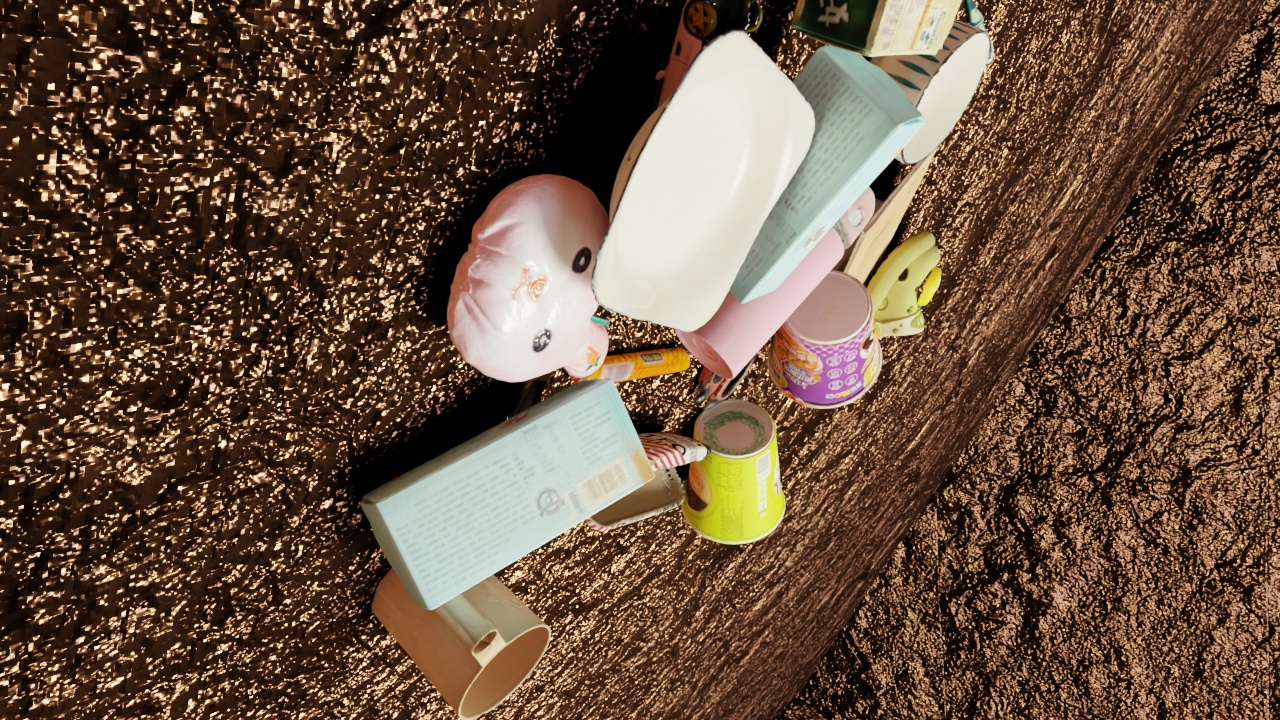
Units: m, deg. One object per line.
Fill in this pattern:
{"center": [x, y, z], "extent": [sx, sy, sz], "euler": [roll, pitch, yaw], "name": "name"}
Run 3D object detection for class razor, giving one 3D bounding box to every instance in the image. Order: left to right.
{"center": [-0.073, 0.024, 0.633], "extent": [0.042, 0.022, 0.143], "euler": [14, 111, -48], "name": "razor"}

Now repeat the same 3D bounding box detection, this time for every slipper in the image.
{"center": [0.295, -0.061, 1.067], "extent": [0.191, 0.081, 0.091], "euler": [-60, 168, 29], "name": "slipper"}

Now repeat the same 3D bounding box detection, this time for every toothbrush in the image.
{"center": [0.317, -0.314, 0.856], "extent": [0.016, 0.018, 0.191], "euler": [-58, 154, 11], "name": "toothbrush"}

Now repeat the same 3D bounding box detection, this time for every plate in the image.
{"center": [0.031, -0.100, 0.537], "extent": [0.163, 0.034, 0.164], "euler": [13, 107, -61], "name": "plate"}

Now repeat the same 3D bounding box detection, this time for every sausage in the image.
{"center": [-0.004, 0.004, 0.724], "extent": [0.164, 0.021, 0.021], "euler": [-8, 130, -56], "name": "sausage"}

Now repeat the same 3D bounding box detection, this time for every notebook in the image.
{"center": [0.236, -0.110, 0.947], "extent": [0.147, 0.008, 0.208], "euler": [-48, 163, -28], "name": "notebook"}

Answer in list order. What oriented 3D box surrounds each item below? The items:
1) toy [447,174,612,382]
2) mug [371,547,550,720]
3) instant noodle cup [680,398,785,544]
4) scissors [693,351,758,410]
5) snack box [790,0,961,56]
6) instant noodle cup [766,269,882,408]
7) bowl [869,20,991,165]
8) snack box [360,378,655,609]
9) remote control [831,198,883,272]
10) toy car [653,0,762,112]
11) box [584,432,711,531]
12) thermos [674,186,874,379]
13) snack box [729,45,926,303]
{"center": [-0.049, -0.042, 0.544], "extent": [0.159, 0.054, 0.121], "euler": [20, 97, -60], "name": "toy"}
{"center": [-0.131, 0.178, 0.640], "extent": [0.084, 0.103, 0.125], "euler": [-43, 153, -20], "name": "mug"}
{"center": [0.096, 0.107, 0.943], "extent": [0.111, 0.112, 0.124], "euler": [-37, 142, -30], "name": "instant noodle cup"}
{"center": [0.112, -0.049, 0.858], "extent": [0.184, 0.015, 0.209], "euler": [-35, 151, -33], "name": "scissors"}
{"center": [0.174, -0.307, 0.540], "extent": [0.114, 0.063, 0.241], "euler": [-24, 136, -46], "name": "snack box"}
{"center": [0.174, -0.025, 0.862], "extent": [0.111, 0.111, 0.099], "euler": [-45, 154, -16], "name": "instant noodle cup"}
{"center": [0.226, -0.228, 0.757], "extent": [0.116, 0.066, 0.117], "euler": [-39, 153, -25], "name": "bowl"}
{"center": [-0.081, 0.080, 0.587], "extent": [0.174, 0.074, 0.052], "euler": [-28, -171, -24], "name": "snack box"}
{"center": [0.204, -0.106, 0.930], "extent": [0.125, 0.024, 0.049], "euler": [-50, 157, -7], "name": "remote control"}
{"center": [0.035, -0.170, 0.547], "extent": [0.056, 0.037, 0.123], "euler": [-26, 141, -46], "name": "toy car"}
{"center": [-0.004, 0.107, 0.803], "extent": [0.162, 0.076, 0.087], "euler": [-8, 110, -59], "name": "box"}
{"center": [0.112, -0.083, 0.766], "extent": [0.198, 0.067, 0.087], "euler": [-48, 125, -9], "name": "thermos"}
{"center": [0.106, -0.124, 0.630], "extent": [0.051, 0.074, 0.175], "euler": [-24, 160, -49], "name": "snack box"}
